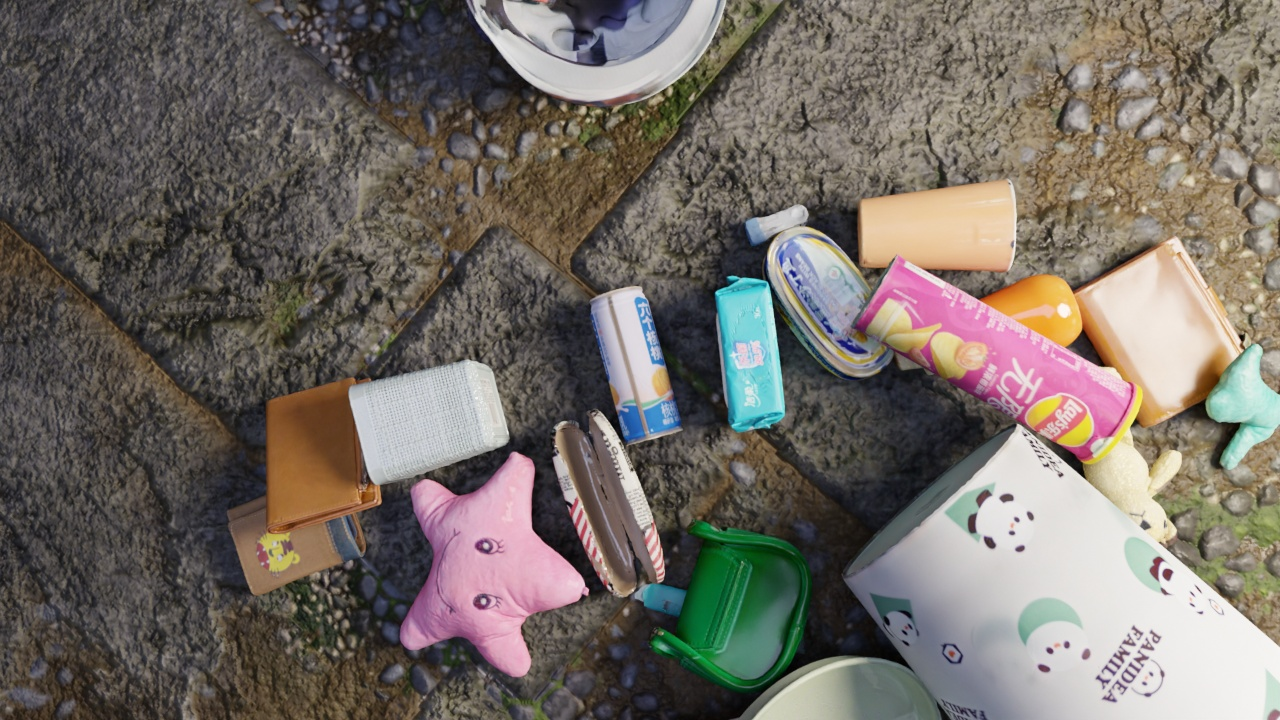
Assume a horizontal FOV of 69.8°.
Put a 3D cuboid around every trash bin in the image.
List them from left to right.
[{"bbox_3d":[0.305,0.200,0.692,0.229,0.229,0.252,-43,78,2],"label":"trash bin"}]

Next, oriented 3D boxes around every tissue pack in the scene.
[{"bbox_3d":[0.093,-0.007,0.785,0.050,0.093,0.133,-7,86,8],"label":"tissue pack"}]

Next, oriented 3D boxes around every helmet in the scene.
[{"bbox_3d":[-0.037,-0.336,0.794,0.229,0.145,0.258,-25,92,6],"label":"helmet"}]

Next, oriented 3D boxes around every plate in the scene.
[{"bbox_3d":[0.143,0.336,0.725,0.229,0.027,0.230,-6,105,-25],"label":"plate"}]

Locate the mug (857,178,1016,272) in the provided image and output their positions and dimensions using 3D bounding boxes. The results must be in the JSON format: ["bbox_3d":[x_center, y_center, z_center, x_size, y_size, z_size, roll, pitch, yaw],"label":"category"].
[{"bbox_3d":[0.250,-0.113,0.786,0.123,0.078,0.078,-1,86,12],"label":"mug"}]

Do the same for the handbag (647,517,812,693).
[{"bbox_3d":[0.079,0.207,0.776,0.120,0.068,0.131,16,76,11],"label":"handbag"}]

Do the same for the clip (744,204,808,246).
[{"bbox_3d":[0.123,-0.123,0.826,0.058,0.038,0.026,-17,82,3],"label":"clip"}]

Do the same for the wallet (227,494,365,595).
[{"bbox_3d":[-0.322,0.159,0.857,0.115,0.033,0.090,-22,85,8],"label":"wallet"}]

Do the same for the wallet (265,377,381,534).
[{"bbox_3d":[-0.290,0.083,0.835,0.108,0.031,0.131,-17,60,4],"label":"wallet"}]

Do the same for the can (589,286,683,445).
[{"bbox_3d":[-0.005,0.005,0.816,0.053,0.053,0.134,-16,85,5],"label":"can"}]

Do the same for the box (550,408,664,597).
[{"bbox_3d":[-0.017,0.120,0.807,0.082,0.075,0.163,-25,82,17],"label":"box"}]

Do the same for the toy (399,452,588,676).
[{"bbox_3d":[-0.127,0.177,0.808,0.179,0.074,0.194,6,89,15],"label":"toy"}]

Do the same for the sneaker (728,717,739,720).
[{"bbox_3d":[0.068,0.352,0.766,0.241,0.118,0.087,-16,65,0],"label":"sneaker"}]

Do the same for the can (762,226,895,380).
[{"bbox_3d":[0.164,-0.049,0.801,0.074,0.049,0.148,-35,84,4],"label":"can"}]

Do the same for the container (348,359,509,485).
[{"bbox_3d":[-0.184,0.051,0.819,0.111,0.090,0.090,-16,85,2],"label":"container"}]

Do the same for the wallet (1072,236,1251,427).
[{"bbox_3d":[0.446,-0.028,0.774,0.119,0.035,0.130,-29,87,2],"label":"wallet"}]

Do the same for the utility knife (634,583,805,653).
[{"bbox_3d":[0.071,0.227,0.815,0.158,0.013,0.029,14,85,7],"label":"utility knife"}]

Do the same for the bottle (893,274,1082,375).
[{"bbox_3d":[0.291,-0.023,0.782,0.150,0.066,0.066,-19,85,13],"label":"bottle"}]

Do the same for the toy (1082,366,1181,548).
[{"bbox_3d":[0.391,0.083,0.759,0.105,0.066,0.157,-16,85,11],"label":"toy"}]

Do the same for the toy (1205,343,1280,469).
[{"bbox_3d":[0.500,0.043,0.755,0.092,0.030,0.096,24,104,-24],"label":"toy"}]

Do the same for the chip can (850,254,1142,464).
[{"bbox_3d":[0.276,-0.003,0.724,0.210,0.071,0.071,31,90,9],"label":"chip can"}]
